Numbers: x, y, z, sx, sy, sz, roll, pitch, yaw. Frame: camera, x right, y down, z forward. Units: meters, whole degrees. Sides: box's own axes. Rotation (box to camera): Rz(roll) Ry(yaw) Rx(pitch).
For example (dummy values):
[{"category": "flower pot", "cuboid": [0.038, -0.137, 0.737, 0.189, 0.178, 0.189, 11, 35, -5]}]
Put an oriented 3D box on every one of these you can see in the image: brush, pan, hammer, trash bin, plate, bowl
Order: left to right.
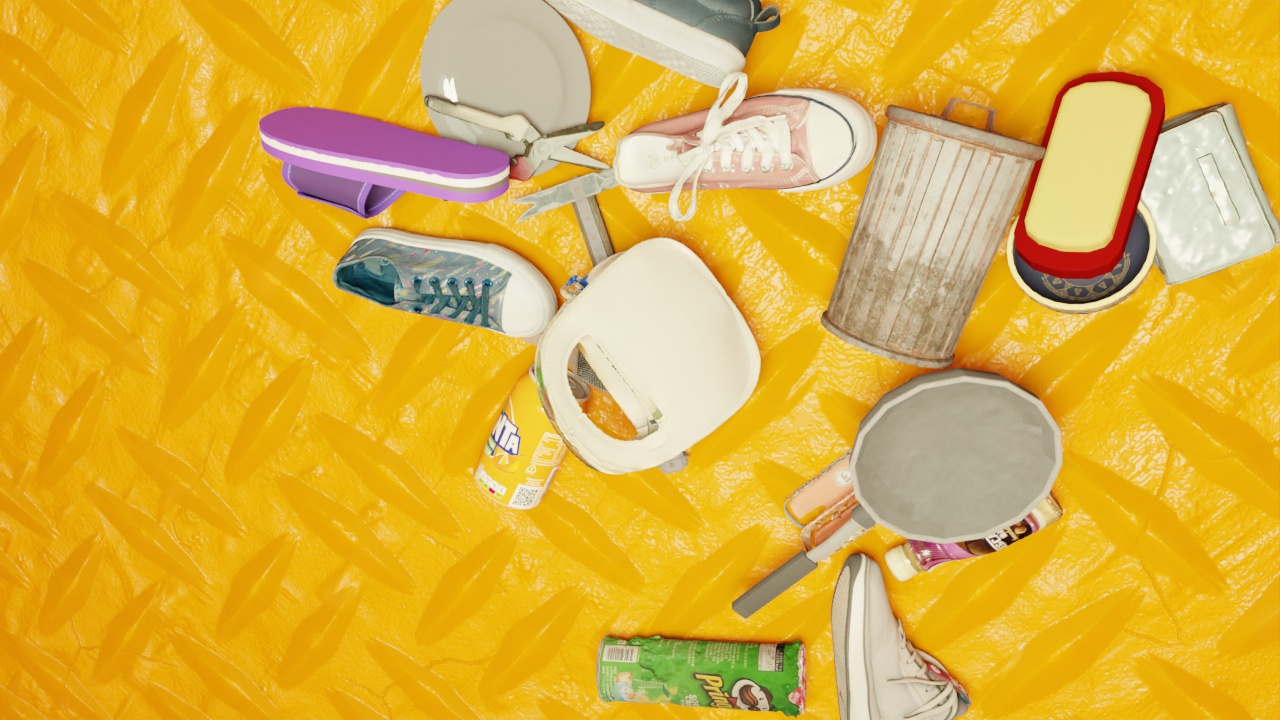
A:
[{"category": "plate", "cuboid": [-0.130, -0.265, 0.884, 0.178, 0.012, 0.179, 8, 116, 16]}, {"category": "brush", "cuboid": [-0.072, -0.004, 0.931, 0.136, 0.015, 0.050, 25, 128, 24]}, {"category": "hammer", "cuboid": [-0.009, -0.033, 0.922, 0.147, 0.028, 0.317, -17, 101, 12]}, {"category": "pan", "cuboid": [0.214, 0.136, 0.847, 0.178, 0.041, 0.358, 38, 117, -17]}, {"category": "trash bin", "cuboid": [0.246, -0.114, 0.784, 0.131, 0.130, 0.211, 18, 110, 8]}, {"category": "bowl", "cuboid": [0.379, -0.090, 0.787, 0.113, 0.061, 0.112, -8, 73, 28]}, {"category": "brush", "cuboid": [0.365, -0.155, 0.749, 0.082, 0.041, 0.173, 16, 86, 32]}]

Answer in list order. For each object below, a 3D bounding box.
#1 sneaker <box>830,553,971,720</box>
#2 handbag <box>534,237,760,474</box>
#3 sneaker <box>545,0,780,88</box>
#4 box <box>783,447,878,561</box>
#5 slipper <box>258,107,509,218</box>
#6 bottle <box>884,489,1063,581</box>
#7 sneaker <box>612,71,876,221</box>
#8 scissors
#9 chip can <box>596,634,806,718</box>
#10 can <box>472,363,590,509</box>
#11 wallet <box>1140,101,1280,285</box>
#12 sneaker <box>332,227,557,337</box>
[{"category": "sneaker", "cuboid": [0.263, 0.316, 0.924, 0.129, 0.096, 0.263, -9, 102, 4]}, {"category": "handbag", "cuboid": [-0.005, 0.005, 0.853, 0.199, 0.093, 0.200, -40, 104, -19]}, {"category": "sneaker", "cuboid": [0.005, -0.321, 0.807, 0.235, 0.089, 0.087, 28, 93, 12]}, {"category": "box", "cuboid": [0.226, 0.117, 0.899, 0.187, 0.083, 0.043, -42, 134, 18]}, {"category": "slipper", "cuboid": [-0.254, -0.175, 0.897, 0.267, 0.107, 0.084, 15, 122, 16]}, {"category": "bottle", "cuboid": [0.314, 0.162, 0.879, 0.166, 0.059, 0.059, -34, 95, 20]}, {"category": "sneaker", "cuboid": [0.075, -0.183, 0.788, 0.241, 0.087, 0.118, -2, 98, 28]}, {"category": "scissors", "cuboid": [-0.133, -0.208, 0.894, 0.179, 0.015, 0.194, 46, 121, -5]}, {"category": "chip can", "cuboid": [0.063, 0.335, 0.981, 0.223, 0.075, 0.075, -3, 104, 15]}, {"category": "can", "cuboid": [-0.112, 0.079, 0.950, 0.079, 0.079, 0.143, 30, 110, 4]}, {"category": "wallet", "cuboid": [0.465, -0.139, 0.768, 0.100, 0.054, 0.131, -26, 92, 18]}, {"category": "sneaker", "cuboid": [-0.200, -0.076, 0.919, 0.235, 0.079, 0.088, 17, 120, 13]}]
